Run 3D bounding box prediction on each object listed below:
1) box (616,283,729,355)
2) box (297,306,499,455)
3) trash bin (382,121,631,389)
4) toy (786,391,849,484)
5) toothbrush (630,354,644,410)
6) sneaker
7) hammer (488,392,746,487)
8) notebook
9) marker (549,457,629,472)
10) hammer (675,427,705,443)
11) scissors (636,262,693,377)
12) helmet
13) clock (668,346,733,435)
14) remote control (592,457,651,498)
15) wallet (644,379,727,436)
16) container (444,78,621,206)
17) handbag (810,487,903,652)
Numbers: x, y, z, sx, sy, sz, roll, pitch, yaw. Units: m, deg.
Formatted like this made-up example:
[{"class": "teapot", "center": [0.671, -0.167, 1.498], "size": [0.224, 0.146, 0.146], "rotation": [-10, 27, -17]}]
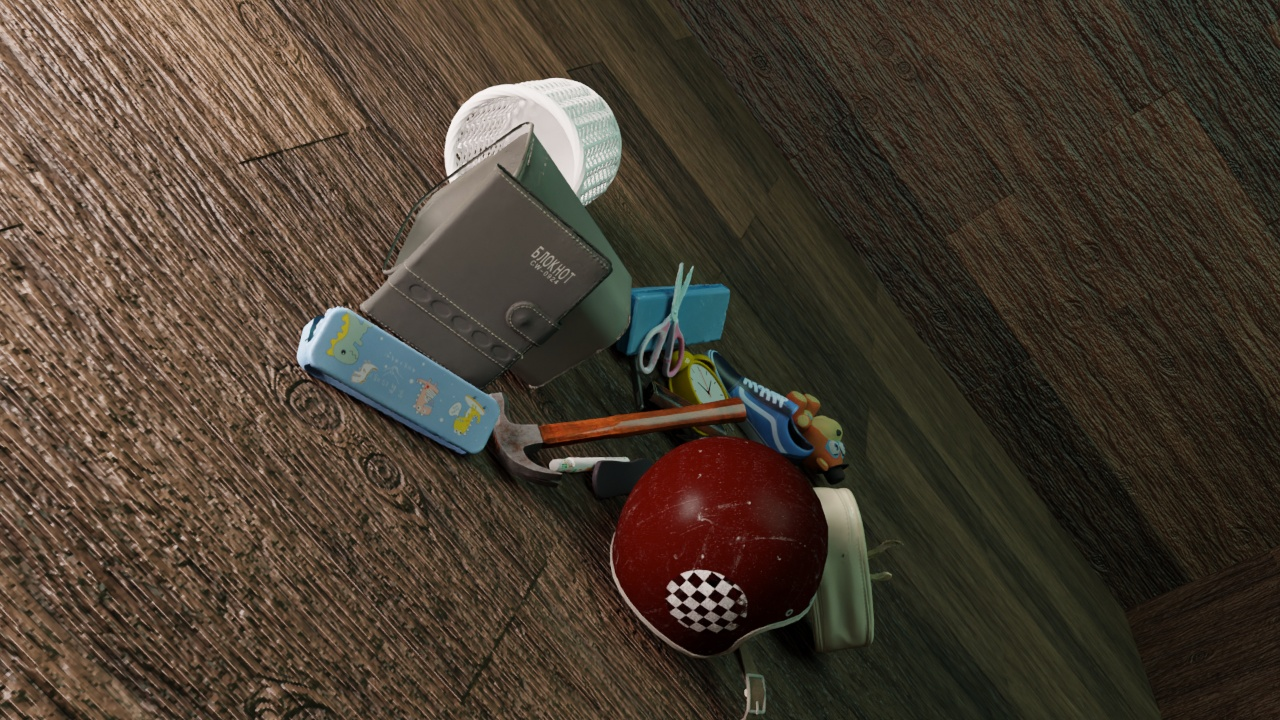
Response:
[{"class": "box", "center": [0.024, -0.075, 1.389], "size": [0.110, 0.094, 0.231], "rotation": [21, 20, 37]}, {"class": "box", "center": [-0.221, 0.020, 0.876], "size": [0.210, 0.064, 0.069], "rotation": [35, 34, -35]}, {"class": "trash bin", "center": [-0.135, -0.110, 1.050], "size": [0.220, 0.198, 0.197], "rotation": [48, 24, -28]}, {"class": "toy", "center": [0.312, 0.139, 1.638], "size": [0.112, 0.096, 0.176], "rotation": [10, 61, -57]}, {"class": "toothbrush", "center": [-0.008, 0.008, 1.320], "size": [0.013, 0.013, 0.167], "rotation": [27, 36, -32]}, {"class": "sneaker", "center": [0.201, 0.067, 1.509], "size": [0.241, 0.098, 0.083], "rotation": [53, 26, -4]}, {"class": "hammer", "center": [-0.016, 0.073, 1.023], "size": [0.300, 0.028, 0.111], "rotation": [-6, 56, -24]}, {"class": "notebook", "center": [-0.153, -0.074, 0.937], "size": [0.169, 0.209, 0.029], "rotation": [39, 22, -28]}, {"class": "marker", "center": [-0.058, 0.123, 1.086], "size": [0.145, 0.017, 0.017], "rotation": [9, 51, -57]}, {"class": "hammer", "center": [0.183, 0.216, 1.330], "size": [0.317, 0.028, 0.147], "rotation": [47, -9, -32]}, {"class": "scissors", "center": [0.036, -0.059, 1.307], "size": [0.016, 0.179, 0.108], "rotation": [22, 18, 39]}, {"class": "helmet", "center": [0.087, 0.215, 1.016], "size": [0.233, 0.254, 0.232], "rotation": [30, 32, -15]}, {"class": "clock", "center": [0.088, 0.043, 1.401], "size": [0.113, 0.052, 0.151], "rotation": [11, 53, -56]}, {"class": "remote control", "center": [-0.022, 0.143, 1.116], "size": [0.124, 0.009, 0.046], "rotation": [7, 81, -57]}, {"class": "wallet", "center": [0.064, 0.072, 1.295], "size": [0.123, 0.019, 0.072], "rotation": [31, 7, -8]}, {"class": "container", "center": [-0.138, -0.280, 1.239], "size": [0.189, 0.190, 0.186], "rotation": [52, 24, -7]}, {"class": "handbag", "center": [0.276, 0.281, 1.245], "size": [0.184, 0.132, 0.229], "rotation": [44, 39, -86]}]
